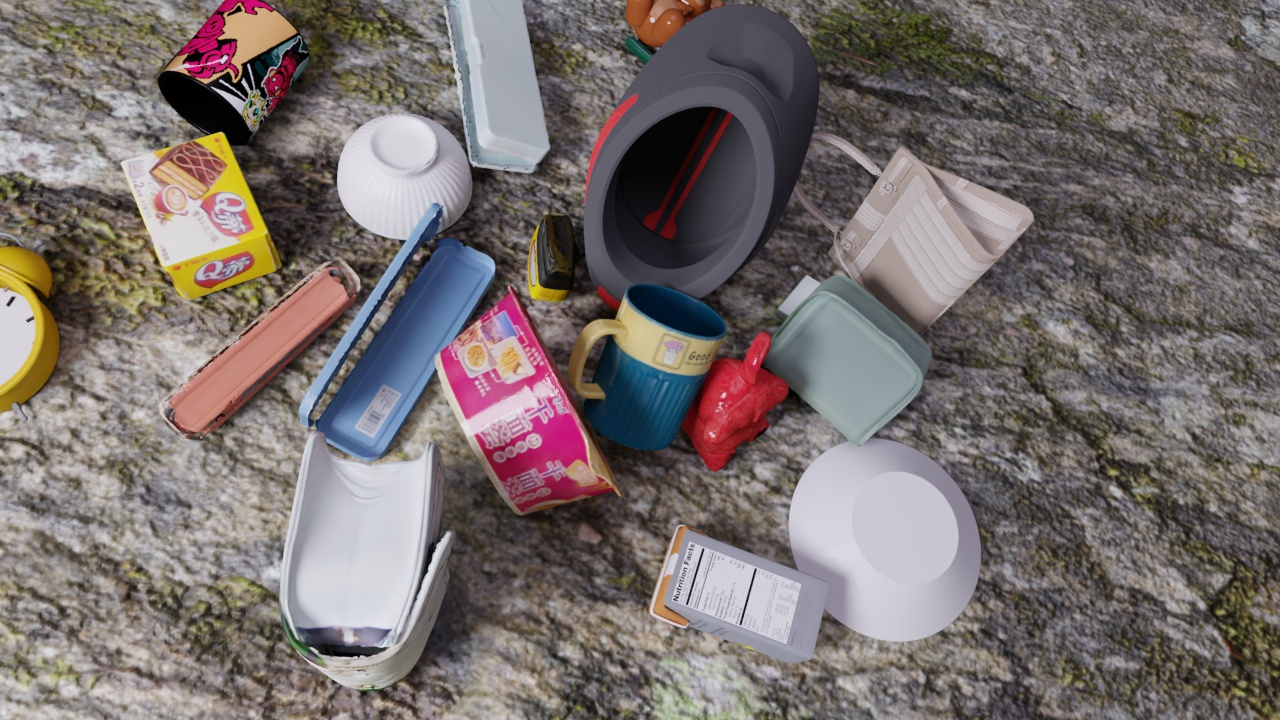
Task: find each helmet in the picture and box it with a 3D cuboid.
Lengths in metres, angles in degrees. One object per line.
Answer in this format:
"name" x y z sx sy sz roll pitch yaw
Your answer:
"helmet" 0.049 -0.170 0.782 0.164 0.169 0.265 29 107 -4

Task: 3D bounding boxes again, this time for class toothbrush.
"toothbrush" 0.058 -0.261 0.913 0.190 0.016 0.017 43 84 8

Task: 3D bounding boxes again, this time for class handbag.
"handbag" 0.208 -0.126 0.805 0.198 0.176 0.062 43 66 10
"handbag" -0.173 0.140 0.605 0.096 0.199 0.141 6 68 -11
"handbag" 0.174 -0.002 0.787 0.122 0.106 0.067 41 32 6

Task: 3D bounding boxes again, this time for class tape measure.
"tape measure" -0.074 -0.084 0.790 0.037 0.064 0.065 3 59 -18

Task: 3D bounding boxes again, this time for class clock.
"clock" -0.503 -0.027 0.689 0.113 0.052 0.151 -5 74 -13

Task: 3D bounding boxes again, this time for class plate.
"plate" 0.214 0.143 0.769 0.174 0.036 0.173 4 67 -10

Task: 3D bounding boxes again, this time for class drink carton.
"drink carton" 0.076 0.184 0.718 0.125 0.049 0.076 21 65 -2

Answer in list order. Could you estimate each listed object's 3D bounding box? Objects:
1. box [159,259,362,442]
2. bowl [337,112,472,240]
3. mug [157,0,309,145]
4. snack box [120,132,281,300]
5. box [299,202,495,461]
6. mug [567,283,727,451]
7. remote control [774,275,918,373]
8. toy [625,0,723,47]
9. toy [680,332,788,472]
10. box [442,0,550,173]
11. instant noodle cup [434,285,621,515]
"box" -0.299 -0.008 0.736 0.187 0.062 0.058 -47 109 -26
"bowl" -0.206 -0.171 0.799 0.118 0.062 0.118 4 67 -10
"mug" -0.365 -0.254 0.800 0.118 0.082 0.098 13 63 24
"snack box" -0.356 -0.117 0.748 0.083 0.061 0.105 -24 75 -19
"box" -0.188 -0.023 0.741 0.074 0.078 0.208 28 66 -3
"mug" -0.004 0.004 0.703 0.113 0.107 0.083 4 32 -36
"remote control" 0.195 -0.020 0.839 0.143 0.024 0.049 39 66 6
"toy" 0.041 -0.365 0.930 0.095 0.065 0.127 43 61 1
"toy" 0.062 0.020 0.745 0.088 0.133 0.094 -31 68 -32
"box" -0.131 -0.267 0.856 0.083 0.066 0.198 -6 65 -16
"instant noodle cup" -0.089 0.039 0.688 0.077 0.179 0.178 -27 75 -3
